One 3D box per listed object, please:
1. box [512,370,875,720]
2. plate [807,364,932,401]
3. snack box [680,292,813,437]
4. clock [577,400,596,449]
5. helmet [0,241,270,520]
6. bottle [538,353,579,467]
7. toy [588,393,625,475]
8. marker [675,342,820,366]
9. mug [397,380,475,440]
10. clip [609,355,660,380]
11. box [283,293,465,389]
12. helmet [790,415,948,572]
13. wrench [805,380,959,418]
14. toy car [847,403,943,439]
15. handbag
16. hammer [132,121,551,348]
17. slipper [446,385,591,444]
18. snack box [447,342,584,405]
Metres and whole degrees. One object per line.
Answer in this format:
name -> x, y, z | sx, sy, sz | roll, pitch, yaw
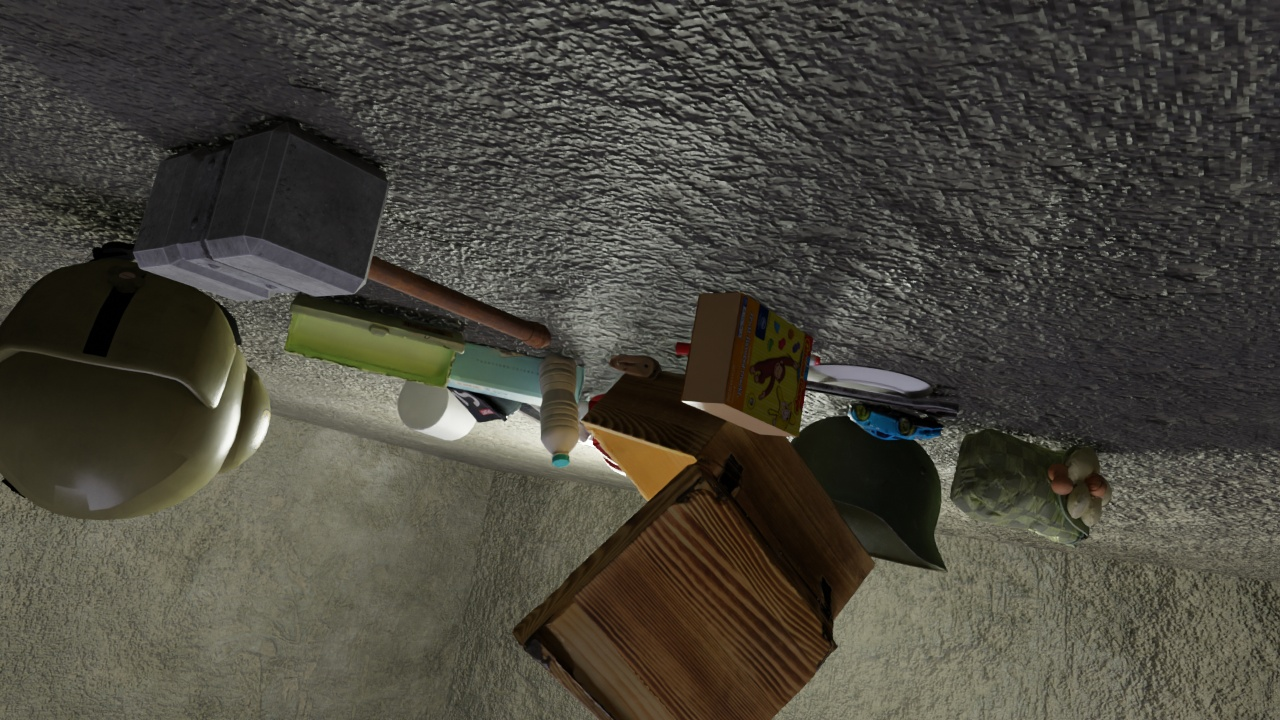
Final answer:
box -> 0.037, 0.225, 0.952 | 0.287, 0.335, 0.279 | 8, 139, 57
plate -> 0.226, 0.027, 0.931 | 0.134, 0.011, 0.135 | 10, 169, 2
snack box -> 0.091, 0.006, 0.756 | 0.040, 0.088, 0.125 | 2, 166, 37
clock -> -0.054, 0.099, 1.420 | 0.161, 0.072, 0.125 | 16, 169, 6
helmet -> -0.471, 0.017, 0.840 | 0.250, 0.255, 0.233 | 12, 172, -15
bottle -> -0.094, 0.057, 1.053 | 0.044, 0.136, 0.044 | -4, 148, -3
toy -> 0.020, 0.114, 1.232 | 0.158, 0.120, 0.197 | 18, -177, -26
marker -> 0.102, -0.005, 0.881 | 0.142, 0.012, 0.013 | 6, 168, 22
mug -> -0.326, 0.063, 1.440 | 0.121, 0.091, 0.090 | 42, -177, 25
clip -> -0.008, 0.005, 1.010 | 0.049, 0.025, 0.061 | 19, 174, -19
box -> -0.297, -0.014, 1.019 | 0.187, 0.082, 0.098 | 14, -166, -16
helmet -> 0.269, 0.151, 1.130 | 0.267, 0.153, 0.227 | 24, 166, -38
wrench -> 0.183, 0.028, 0.911 | 0.273, 0.010, 0.070 | 10, 170, 1
toy car -> 0.262, 0.067, 0.951 | 0.048, 0.032, 0.105 | 2, -171, -38
handbag -> 0.453, 0.142, 1.045 | 0.186, 0.113, 0.117 | 15, 160, -19
hammer -> -0.178, -0.060, 0.687 | 0.163, 0.082, 0.317 | 1, 165, 39
slipper -> -0.188, 0.062, 1.246 | 0.263, 0.063, 0.111 | 29, 167, -28
snack box -> -0.159, 0.020, 1.141 | 0.174, 0.053, 0.075 | 13, 168, -6
